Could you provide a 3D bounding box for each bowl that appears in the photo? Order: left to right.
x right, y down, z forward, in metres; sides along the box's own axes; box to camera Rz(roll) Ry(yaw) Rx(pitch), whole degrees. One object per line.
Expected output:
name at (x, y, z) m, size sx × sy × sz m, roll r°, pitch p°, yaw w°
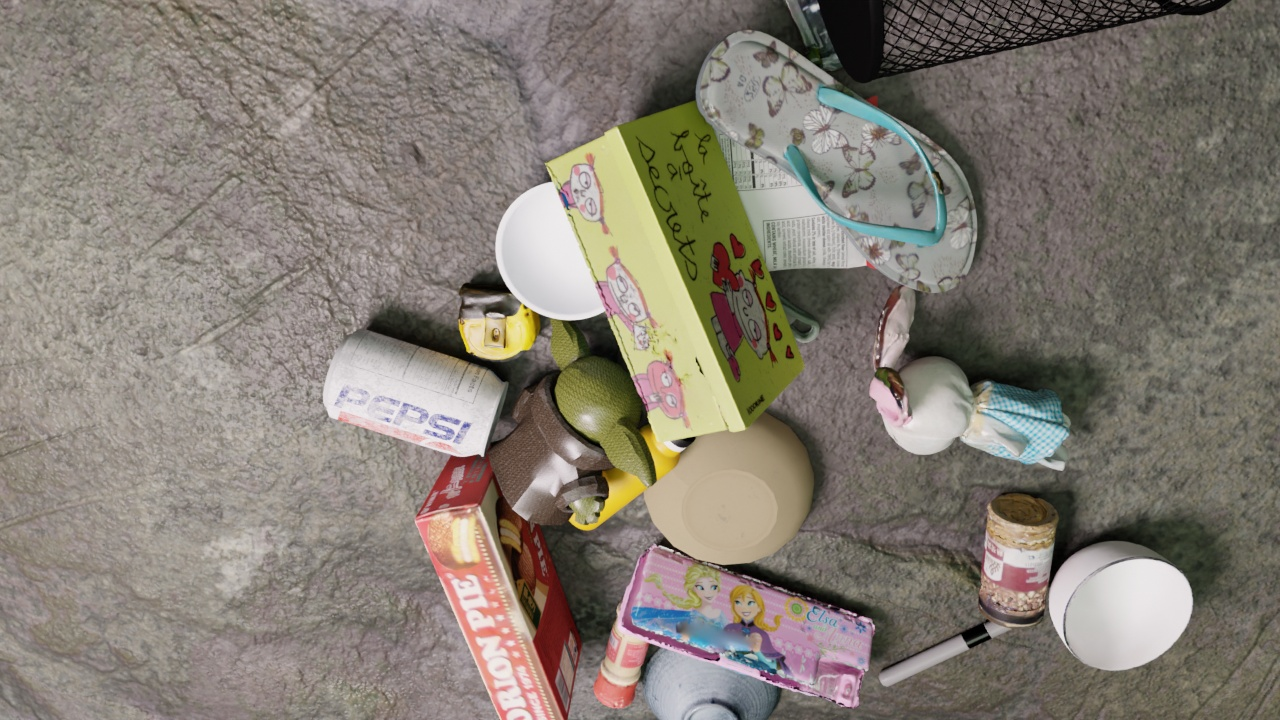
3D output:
bowl at (-0.056, -0.091, 0.725) m, size 0.110 × 0.040 × 0.110 m, roll 1°, pitch 112°, yaw 3°
bowl at (0.068, 0.333, 0.886) m, size 0.137 × 0.057 × 0.137 m, roll 2°, pitch 113°, yaw 4°
bowl at (0.077, 0.118, 0.798) m, size 0.152 × 0.050 × 0.152 m, roll 1°, pitch 113°, yaw 3°
bowl at (0.410, 0.206, 0.802) m, size 0.113 × 0.063 × 0.113 m, roll -1°, pitch 109°, yaw -3°

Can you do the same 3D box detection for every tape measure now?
tape measure at (-0.117, -0.030, 0.757) m, size 0.065 × 0.037 × 0.064 m, roll 4°, pitch 112°, yaw 2°

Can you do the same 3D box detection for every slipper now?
slipper at (0.160, -0.142, 0.655) m, size 0.268 × 0.055 × 0.098 m, roll 34°, pitch 92°, yaw -21°

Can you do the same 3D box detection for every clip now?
clip at (0.115, -0.038, 0.743) m, size 0.076 × 0.059 × 0.023 m, roll 30°, pitch 114°, yaw -24°

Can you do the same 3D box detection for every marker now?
marker at (0.290, 0.274, 0.868) m, size 0.141 × 0.016 × 0.016 m, roll -32°, pitch 107°, yaw 16°

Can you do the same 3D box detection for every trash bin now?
trash bin at (0.216, -0.268, 0.544) m, size 0.210 × 0.184 × 0.184 m, roll -16°, pitch 111°, yaw 5°

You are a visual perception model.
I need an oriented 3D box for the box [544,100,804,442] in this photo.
box at (0.030, -0.065, 0.662) m, size 0.081 × 0.124 × 0.221 m, roll -13°, pitch 102°, yaw 36°

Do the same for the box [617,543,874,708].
box at (0.099, 0.240, 0.831) m, size 0.230 × 0.053 × 0.084 m, roll 20°, pitch 73°, yaw -4°

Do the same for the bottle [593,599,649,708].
bottle at (-0.014, 0.279, 0.877) m, size 0.044 × 0.044 × 0.109 m, roll 14°, pitch 112°, yaw -2°

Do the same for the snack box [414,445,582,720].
snack box at (-0.118, 0.201, 0.814) m, size 0.060 × 0.113 × 0.236 m, roll -12°, pitch 112°, yaw 10°

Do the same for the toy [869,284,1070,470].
toy at (0.260, 0.038, 0.745) m, size 0.205 × 0.130 × 0.106 m, roll 22°, pitch 144°, yaw -14°

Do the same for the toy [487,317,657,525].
toy at (-0.058, 0.063, 0.749) m, size 0.078 × 0.179 × 0.153 m, roll 10°, pitch 129°, yaw -47°

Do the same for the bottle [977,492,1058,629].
bottle at (0.329, 0.175, 0.802) m, size 0.056 × 0.056 × 0.105 m, roll -1°, pitch 113°, yaw 4°

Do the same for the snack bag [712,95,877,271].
snack bag at (0.109, -0.126, 0.699) m, size 0.144 × 0.039 × 0.131 m, roll -5°, pitch 111°, yaw 5°

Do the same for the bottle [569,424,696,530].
bottle at (-0.009, 0.093, 0.778) m, size 0.043 × 0.043 × 0.144 m, roll 40°, pitch 126°, yaw -12°

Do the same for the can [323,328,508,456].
can at (-0.185, 0.029, 0.764) m, size 0.136 × 0.078 × 0.078 m, roll 18°, pitch 113°, yaw -4°

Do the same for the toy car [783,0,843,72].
toy car at (0.124, -0.248, 0.648) m, size 0.042 × 0.036 × 0.091 m, roll -27°, pitch 104°, yaw 13°

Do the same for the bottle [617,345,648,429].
bottle at (-0.005, 0.004, 0.767) m, size 0.030 × 0.030 × 0.113 m, roll 5°, pitch 113°, yaw 2°
